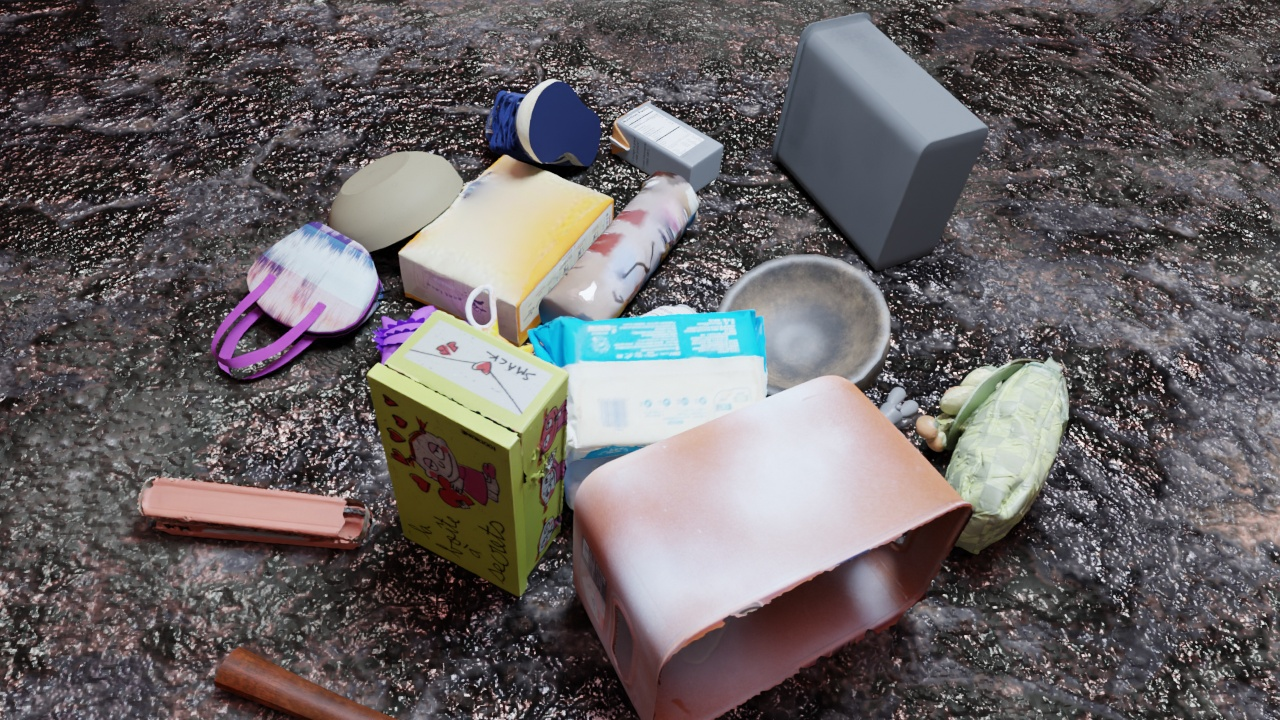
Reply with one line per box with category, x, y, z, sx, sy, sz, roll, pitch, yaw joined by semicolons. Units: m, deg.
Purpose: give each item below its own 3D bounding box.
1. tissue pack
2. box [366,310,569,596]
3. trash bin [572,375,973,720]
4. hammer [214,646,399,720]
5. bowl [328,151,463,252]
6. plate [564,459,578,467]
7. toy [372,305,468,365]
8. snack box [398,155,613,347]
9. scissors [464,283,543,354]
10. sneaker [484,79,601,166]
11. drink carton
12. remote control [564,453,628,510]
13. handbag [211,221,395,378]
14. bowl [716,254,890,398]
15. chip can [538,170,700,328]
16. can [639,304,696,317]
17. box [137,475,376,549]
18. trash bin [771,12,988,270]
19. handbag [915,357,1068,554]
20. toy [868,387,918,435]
tissue pack;0.012;0.020;0.766;0.209;0.066;0.117;-3;76;-19
box;-0.125;0.080;0.703;0.124;0.221;0.082;26;50;13
trash bin;0.088;0.141;0.697;0.259;0.182;0.157;-20;52;-20
hammer;-0.169;0.275;0.656;0.301;0.028;0.110;18;49;11
bowl;-0.268;-0.178;0.974;0.152;0.050;0.152;-19;34;13
plate;0.013;0.058;0.866;0.187;0.016;0.186;-10;51;-13
toy;-0.210;-0.015;0.882;0.088;0.056;0.106;-3;54;-7
snack box;-0.138;-0.127;0.968;0.145;0.081;0.194;24;52;16
scissors;-0.131;-0.013;0.867;0.125;0.011;0.130;-15;93;-14
sneaker;-0.135;-0.272;1.035;0.118;0.091;0.232;15;12;13
drink carton;0.031;-0.258;1.117;0.125;0.049;0.076;36;55;23
remote control;-0.008;0.102;0.780;0.114;0.028;0.060;-5;22;-4
handbag;-0.344;-0.050;0.902;0.144;0.068;0.169;28;59;18
bowl;0.153;-0.016;0.869;0.162;0.070;0.162;-6;58;9
chip can;-0.017;-0.110;0.967;0.080;0.080;0.228;25;52;15
can;-0.005;0.005;0.845;0.136;0.078;0.078;-27;57;-25
box;-0.316;0.124;0.758;0.187;0.058;0.060;5;17;-3
trash bin;0.259;-0.246;1.037;0.097;0.192;0.219;-18;55;-20
handbag;0.305;0.077;0.818;0.117;0.113;0.185;25;52;25
toy;0.216;0.062;0.842;0.111;0.030;0.049;-34;76;-34
